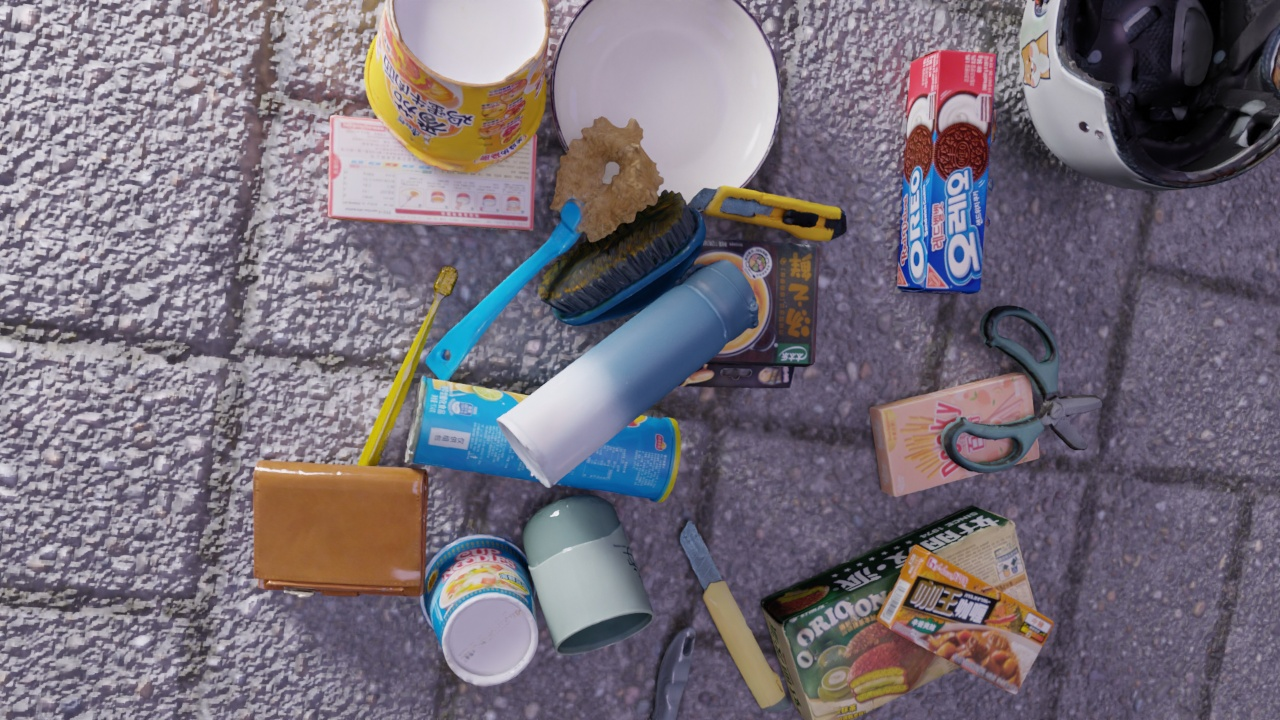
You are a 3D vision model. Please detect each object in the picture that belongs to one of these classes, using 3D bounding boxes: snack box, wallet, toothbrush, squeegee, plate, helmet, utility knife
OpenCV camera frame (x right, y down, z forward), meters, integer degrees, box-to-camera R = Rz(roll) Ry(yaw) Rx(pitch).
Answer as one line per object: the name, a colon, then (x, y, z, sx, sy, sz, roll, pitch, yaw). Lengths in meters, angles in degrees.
snack box: (0.286, 0.228, 0.805, 0.153, 0.026, 0.075, 30, 87, -17)
wallet: (-0.233, 0.133, 0.715, 0.132, 0.031, 0.108, 3, 98, 0)
toothbrush: (-0.187, 0.012, 0.731, 0.015, 0.016, 0.190, 23, 90, -15)
snack box: (0.269, -0.162, 0.809, 0.058, 0.057, 0.207, 0, 96, -12)
squeegee: (0.016, 0.355, 0.811, 0.247, 0.040, 0.249, 12, 88, -31)
snack box: (-0.161, -0.144, 0.715, 0.155, 0.027, 0.077, 2, 95, -15)
snack box: (0.240, 0.233, 0.841, 0.240, 0.063, 0.114, -21, 101, -11)
snack box: (0.294, 0.068, 0.856, 0.157, 0.026, 0.084, -13, 98, -13)
plate: (0.019, -0.213, 0.748, 0.192, 0.039, 0.192, -2, 97, -14)
helmet: (0.422, -0.270, 0.785, 0.230, 0.157, 0.274, -2, 86, -13)
utility knife: (0.111, -0.122, 0.768, 0.170, 0.015, 0.033, 4, 114, -32)
snack box: (0.090, -0.038, 0.783, 0.113, 0.053, 0.125, 1, 91, -15)
utility knife: (0.084, 0.236, 0.824, 0.031, 0.022, 0.212, -29, 109, -11)

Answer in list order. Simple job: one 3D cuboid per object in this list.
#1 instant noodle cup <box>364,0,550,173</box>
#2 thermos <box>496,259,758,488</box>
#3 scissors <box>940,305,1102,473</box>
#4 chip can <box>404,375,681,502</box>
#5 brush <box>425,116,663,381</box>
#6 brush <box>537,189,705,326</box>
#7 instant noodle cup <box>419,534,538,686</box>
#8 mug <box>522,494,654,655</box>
instant noodle cup: (-0.126, -0.222, 0.657, 0.138, 0.110, 0.138, 3, 80, -16)
thermos: (-0.004, 0.004, 0.694, 0.220, 0.070, 0.070, -38, 104, -17)
scissors: (0.349, 0.022, 0.842, 0.170, 0.019, 0.181, -10, 97, -12)
chip can: (-0.077, 0.064, 0.738, 0.210, 0.071, 0.071, 11, 93, -15)
brush: (-0.080, -0.080, 0.708, 0.083, 0.045, 0.255, 46, 102, 10)
brush: (-0.009, -0.073, 0.735, 0.144, 0.055, 0.073, -31, 135, 14)
instant noodle cup: (-0.122, 0.199, 0.721, 0.099, 0.110, 0.099, -2, 96, -15)
mug: (-0.041, 0.174, 0.745, 0.082, 0.112, 0.106, -25, 61, 3)
